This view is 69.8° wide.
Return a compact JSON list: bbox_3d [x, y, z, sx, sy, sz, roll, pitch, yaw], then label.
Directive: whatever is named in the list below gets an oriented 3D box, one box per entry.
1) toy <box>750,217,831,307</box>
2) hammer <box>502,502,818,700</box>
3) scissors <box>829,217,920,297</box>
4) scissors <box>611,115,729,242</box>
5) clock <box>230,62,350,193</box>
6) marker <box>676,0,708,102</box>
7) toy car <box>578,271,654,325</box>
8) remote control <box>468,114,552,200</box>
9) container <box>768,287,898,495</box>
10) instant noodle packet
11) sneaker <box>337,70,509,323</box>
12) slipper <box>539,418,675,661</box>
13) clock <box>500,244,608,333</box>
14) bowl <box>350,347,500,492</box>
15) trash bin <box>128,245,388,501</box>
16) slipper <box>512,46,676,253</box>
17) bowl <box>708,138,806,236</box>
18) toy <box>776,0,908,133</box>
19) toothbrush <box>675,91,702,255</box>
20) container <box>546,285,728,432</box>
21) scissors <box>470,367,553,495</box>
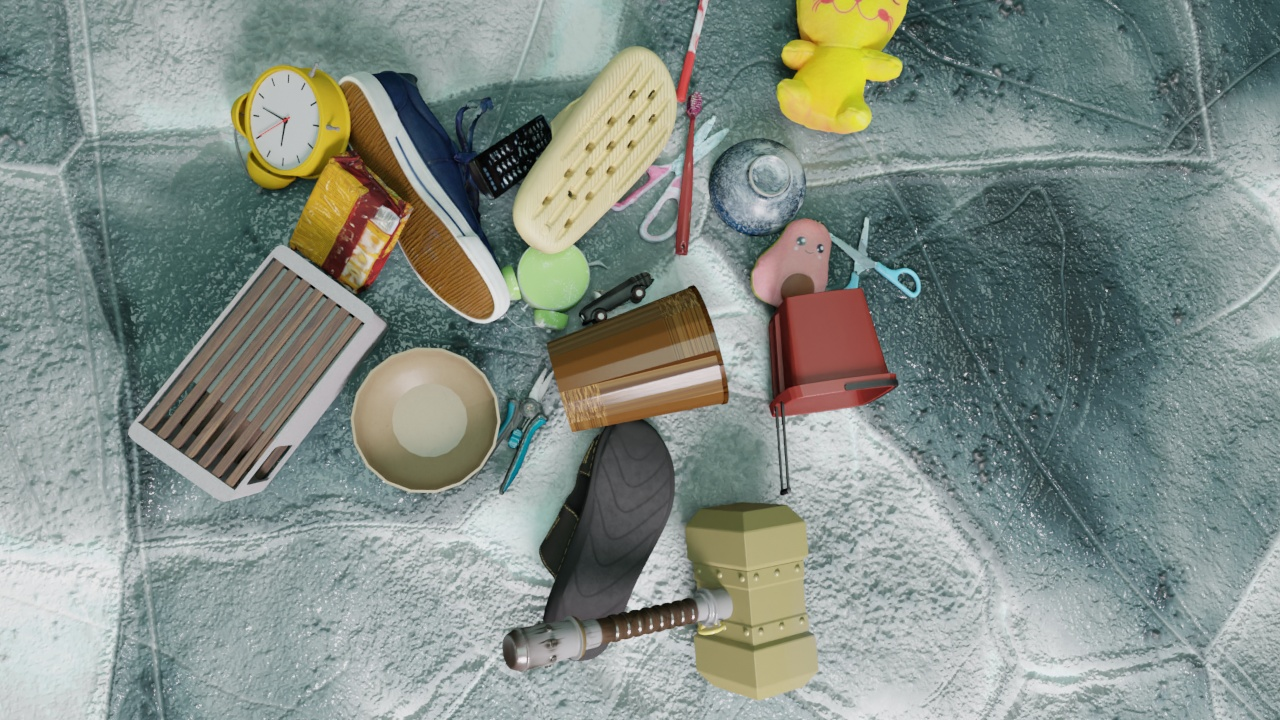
[{"bbox_3d":[0.176,-0.111,1.046,0.090,0.051,0.110,21,83,-7],"label":"toy"},{"bbox_3d":[0.017,0.255,0.911,0.324,0.101,0.190,-2,86,-34],"label":"hammer"},{"bbox_3d":[0.274,-0.099,1.080,0.133,0.015,0.135,9,91,-9],"label":"scissors"},{"bbox_3d":[0.050,-0.208,1.056,0.178,0.016,0.103,-38,91,-12],"label":"scissors"},{"bbox_3d":[-0.370,-0.243,0.958,0.152,0.052,0.113,-19,89,27],"label":"clock"},{"bbox_3d":[0.062,-0.369,1.066,0.013,0.013,0.142,14,85,-7],"label":"marker"},{"bbox_3d":[-0.028,-0.070,1.019,0.092,0.040,0.037,-32,90,-6],"label":"toy car"},{"bbox_3d":[-0.135,-0.217,0.979,0.022,0.149,0.047,-14,113,33],"label":"remote control"},{"bbox_3d":[0.201,0.037,0.993,0.127,0.148,0.200,-7,78,-3],"label":"container"},{"bbox_3d":[-0.301,-0.142,0.958,0.098,0.039,0.136,37,122,-5],"label":"instant noodle packet"},{"bbox_3d":[-0.202,-0.184,0.988,0.127,0.121,0.294,-29,91,-43],"label":"sneaker"},{"bbox_3d":[-0.041,0.187,0.990,0.113,0.076,0.267,24,69,-14],"label":"slipper"},{"bbox_3d":[-0.102,-0.087,1.011,0.094,0.042,0.119,40,83,-3],"label":"clock"},{"bbox_3d":[-0.226,0.064,0.979,0.152,0.050,0.152,1,86,-8],"label":"bowl"},{"bbox_3d":[-0.376,0.015,0.929,0.114,0.114,0.228,37,82,-4],"label":"trash bin"},{"bbox_3d":[-0.056,-0.226,1.007,0.111,0.079,0.261,44,71,-29],"label":"slipper"},{"bbox_3d":[0.140,-0.203,1.043,0.114,0.061,0.114,1,86,-9],"label":"bowl"},{"bbox_3d":[0.233,-0.353,1.054,0.134,0.087,0.193,12,81,11],"label":"toy"},{"bbox_3d":[0.055,-0.213,1.041,0.016,0.016,0.189,7,83,-11],"label":"toothbrush"},{"bbox_3d":[-0.006,0.005,0.980,0.167,0.132,0.132,-16,89,-3],"label":"container"},{"bbox_3d":[-0.132,0.080,1.007,0.127,0.019,0.142,-14,83,-11],"label":"scissors"}]
